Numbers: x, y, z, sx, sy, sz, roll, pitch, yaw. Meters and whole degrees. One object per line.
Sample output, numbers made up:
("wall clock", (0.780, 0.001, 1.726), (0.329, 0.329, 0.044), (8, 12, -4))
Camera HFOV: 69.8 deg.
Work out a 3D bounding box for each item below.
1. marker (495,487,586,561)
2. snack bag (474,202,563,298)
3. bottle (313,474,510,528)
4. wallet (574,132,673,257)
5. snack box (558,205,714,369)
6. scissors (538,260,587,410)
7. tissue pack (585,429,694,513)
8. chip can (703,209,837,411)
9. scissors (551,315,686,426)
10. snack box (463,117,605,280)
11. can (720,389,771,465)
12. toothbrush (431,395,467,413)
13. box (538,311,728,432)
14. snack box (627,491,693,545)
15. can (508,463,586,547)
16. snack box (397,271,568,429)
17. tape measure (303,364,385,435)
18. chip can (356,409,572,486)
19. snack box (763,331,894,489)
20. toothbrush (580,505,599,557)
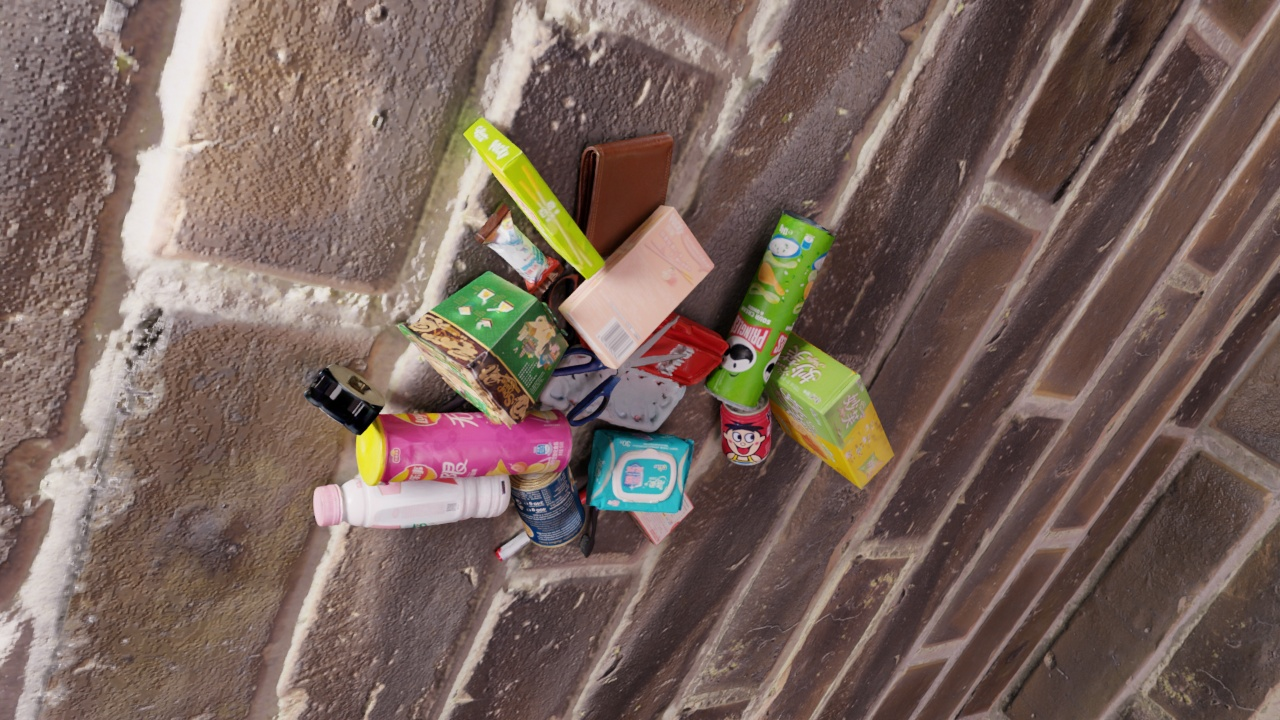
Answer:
("marker", (-0.116, 0.201, 1.138), (0.145, 0.017, 0.017), (-34, 137, -13))
("snack bag", (-0.117, -0.105, 0.894), (0.048, 0.026, 0.104), (-52, 139, -11))
("bottle", (-0.237, 0.141, 0.961), (0.196, 0.068, 0.068), (-2, 122, -33))
("wallet", (-0.017, -0.165, 0.927), (0.101, 0.032, 0.125), (-15, 130, -34))
("snack box", (-0.002, -0.075, 0.936), (0.157, 0.026, 0.084), (-47, 120, -14))
("scissors", (-0.063, -0.020, 1.010), (0.225, 0.015, 0.189), (-50, 138, 3))
("tissue pack", (0.000, 0.136, 1.118), (0.133, 0.050, 0.093), (6, 94, -28))
("chip can", (0.153, -0.059, 1.097), (0.072, 0.072, 0.236), (10, 109, -43))
("scissors", (-0.029, 0.011, 0.989), (0.162, 0.012, 0.175), (13, 121, -40))
("snack box", (-0.095, -0.145, 0.837), (0.026, 0.086, 0.156), (-42, 138, -4))
("can", (0.139, 0.084, 1.213), (0.066, 0.066, 0.094), (-25, 134, -22))
("toothbrush", (-0.181, 0.034, 0.960), (0.181, 0.018, 0.016), (-35, 142, -8))
("box", (-0.007, 0.007, 1.041), (0.200, 0.039, 0.158), (20, 120, -46))
("snack box", (0.015, 0.177, 1.209), (0.077, 0.027, 0.156), (-43, 138, -14))
("can", (-0.111, 0.154, 1.062), (0.075, 0.075, 0.111), (-30, 135, -17))
("snack box", (-0.143, -0.016, 0.892), (0.105, 0.117, 0.118), (-48, 142, -16))
("tape measure", (-0.271, 0.033, 0.847), (0.066, 0.066, 0.033), (39, 94, -13))
("chip can", (-0.176, 0.086, 0.941), (0.210, 0.071, 0.071), (1, 121, -35))
("snack box", (0.232, 0.059, 1.200), (0.070, 0.158, 0.210), (-45, 138, -7))
("toothbrush", (-0.055, 0.176, 1.173), (0.014, 0.017, 0.189), (-14, 127, -43))
